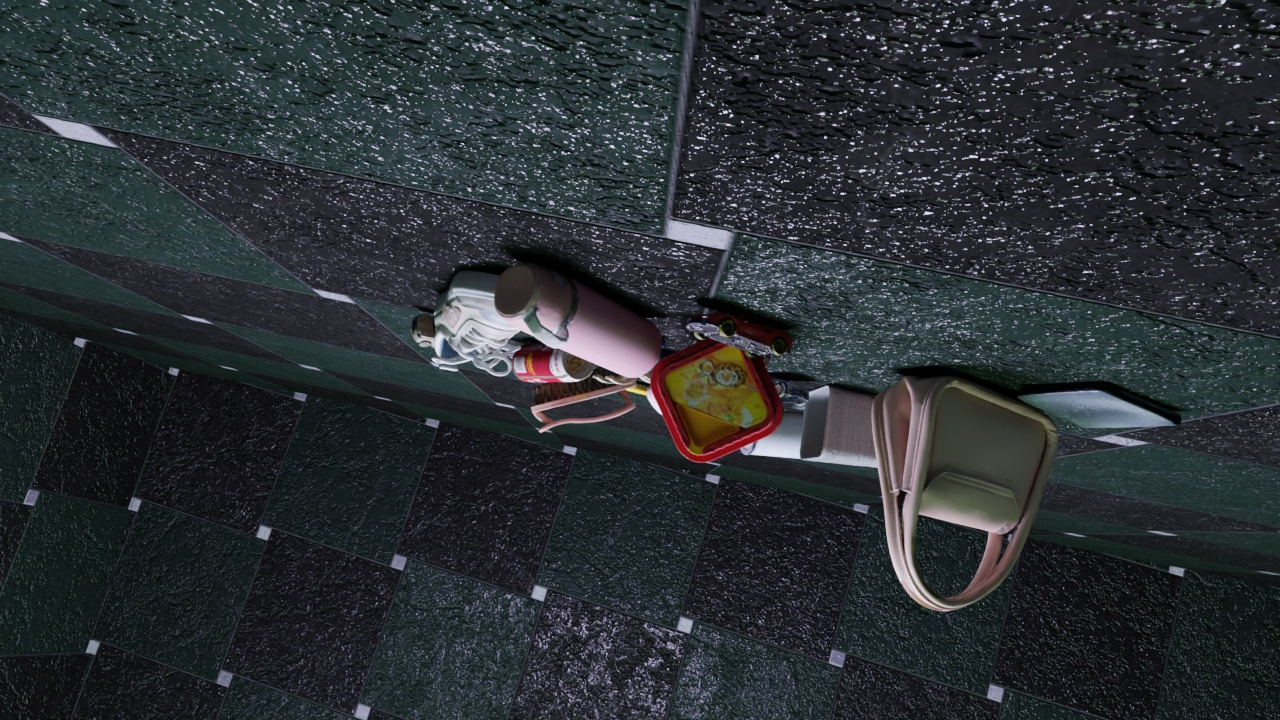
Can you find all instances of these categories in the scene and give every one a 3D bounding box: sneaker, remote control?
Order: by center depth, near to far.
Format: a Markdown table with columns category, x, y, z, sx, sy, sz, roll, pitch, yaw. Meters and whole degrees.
| category | x | y | z | sx | sy | sz | roll | pitch | yaw |
| --- | --- | --- | --- | --- | --- | --- | --- | --- | --- |
| sneaker | -0.173 | -0.033 | 0.972 | 0.089 | 0.090 | 0.243 | 15 | 169 | -24 |
| remote control | -0.158 | -0.008 | 1.294 | 0.150 | 0.021 | 0.058 | 17 | 169 | -33 |

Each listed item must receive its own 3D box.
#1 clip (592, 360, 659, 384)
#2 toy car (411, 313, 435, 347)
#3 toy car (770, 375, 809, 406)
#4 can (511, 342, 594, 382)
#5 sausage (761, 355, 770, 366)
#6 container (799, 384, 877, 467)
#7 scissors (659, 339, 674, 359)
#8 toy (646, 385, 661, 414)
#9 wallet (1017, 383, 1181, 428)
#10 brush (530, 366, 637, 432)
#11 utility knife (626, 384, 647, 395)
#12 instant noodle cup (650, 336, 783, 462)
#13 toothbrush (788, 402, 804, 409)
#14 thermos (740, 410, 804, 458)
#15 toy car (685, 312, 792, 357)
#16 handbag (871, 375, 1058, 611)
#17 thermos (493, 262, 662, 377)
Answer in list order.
| category | x | y | z | sx | sy | sz | roll | pitch | yaw |
| --- | --- | --- | --- | --- | --- | --- | --- | --- | --- |
| clip | -0.008 | -0.005 | 1.088 | 0.104 | 0.084 | 0.035 | -11 | -172 | -35 |
| toy car | -0.252 | -0.036 | 1.188 | 0.090 | 0.042 | 0.035 | 13 | 148 | -36 |
| toy car | 0.163 | 0.036 | 1.136 | 0.049 | 0.031 | 0.106 | 19 | 169 | -39 |
| can | -0.115 | 0.002 | 1.205 | 0.053 | 0.053 | 0.133 | 18 | 168 | -34 |
| sausage | 0.132 | 0.009 | 1.055 | 0.020 | 0.020 | 0.156 | 11 | 170 | 3 |
| container | 0.270 | 0.087 | 1.143 | 0.114 | 0.090 | 0.090 | 10 | 171 | -7 |
| scissors | 0.015 | -0.010 | 1.113 | 0.175 | 0.012 | 0.162 | 11 | 171 | 9 |
| toy | 0.084 | 0.067 | 1.326 | 0.160 | 0.054 | 0.121 | 1 | 154 | 43 |
| wallet | 0.449 | 0.044 | 0.900 | 0.120 | 0.019 | 0.097 | 18 | 166 | -26 |
| brush | -0.079 | 0.052 | 1.260 | 0.145 | 0.073 | 0.063 | -15 | -179 | -20 |
| utility knife | 0.004 | 0.044 | 1.416 | 0.153 | 0.015 | 0.033 | 15 | 176 | -21 |
| instant noodle cup | 0.082 | 0.035 | 0.970 | 0.116 | 0.116 | 0.123 | -25 | 178 | 8 |
| toothbrush | 0.160 | 0.057 | 1.296 | 0.016 | 0.018 | 0.192 | 22 | 166 | -39 |
| thermos | 0.252 | 0.108 | 1.278 | 0.224 | 0.073 | 0.073 | 6 | 172 | -13 |
| toy car | 0.093 | -0.027 | 0.866 | 0.106 | 0.031 | 0.049 | 16 | 169 | -28 |
| handbag | 0.329 | 0.143 | 0.955 | 0.193 | 0.234 | 0.093 | 16 | 168 | -25 |
| thermos | -0.053 | -0.030 | 0.878 | 0.067 | 0.087 | 0.198 | -40 | 148 | 16 |
